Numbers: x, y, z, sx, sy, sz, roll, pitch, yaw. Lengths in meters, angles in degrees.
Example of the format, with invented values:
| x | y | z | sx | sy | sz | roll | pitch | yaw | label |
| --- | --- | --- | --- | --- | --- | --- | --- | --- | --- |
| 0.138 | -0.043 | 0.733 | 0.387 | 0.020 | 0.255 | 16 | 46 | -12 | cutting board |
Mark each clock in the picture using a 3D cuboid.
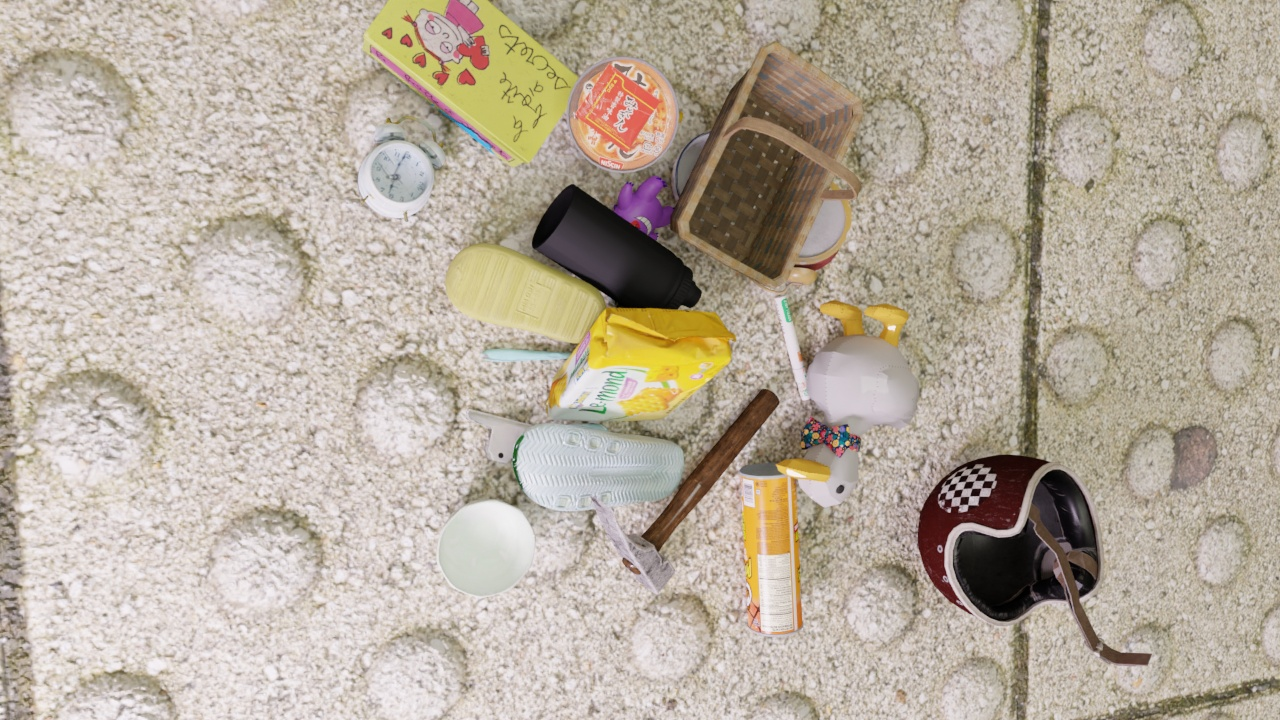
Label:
| x | y | z | sx | sy | sz | roll | pitch | yaw | label |
| --- | --- | --- | --- | --- | --- | --- | --- | --- | --- |
| 0.198 | -0.157 | 1.180 | 0.117 | 0.081 | 0.158 | 32 | 86 | 10 | clock |
| -0.269 | -0.217 | 1.031 | 0.083 | 0.057 | 0.117 | 21 | 81 | -20 | clock |

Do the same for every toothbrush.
| x | y | z | sx | sy | sz | roll | pitch | yaw | label |
| --- | --- | --- | --- | --- | --- | --- | --- | --- | --- |
| -0.107 | -0.006 | 1.129 | 0.180 | 0.016 | 0.016 | 0 | 96 | -18 | toothbrush |

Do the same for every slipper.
| x | y | z | sx | sy | sz | roll | pitch | yaw | label |
| --- | --- | --- | --- | --- | --- | --- | --- | --- | --- |
| -0.129 | -0.083 | 1.075 | 0.190 | 0.081 | 0.092 | 19 | 110 | -3 | slipper |
| -0.053 | 0.128 | 1.134 | 0.245 | 0.074 | 0.104 | 7 | 98 | -36 | slipper |

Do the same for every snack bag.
| x | y | z | sx | sy | sz | roll | pitch | yaw | label |
| --- | --- | --- | --- | --- | --- | --- | --- | --- | --- |
| -0.006 | 0.006 | 1.060 | 0.159 | 0.248 | 0.068 | 3 | 66 | -22 | snack bag |

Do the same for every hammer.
| x | y | z | sx | sy | sz | roll | pitch | yaw | label |
| --- | --- | --- | --- | --- | --- | --- | --- | --- | --- |
| 0.070 | 0.129 | 1.149 | 0.300 | 0.037 | 0.218 | -48 | 143 | -18 | hammer |

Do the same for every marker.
| x | y | z | sx | sy | sz | roll | pitch | yaw | label |
| --- | --- | --- | --- | --- | --- | --- | --- | --- | --- |
| 0.206 | -0.017 | 1.236 | 0.017 | 0.017 | 0.145 | -20 | 101 | -17 | marker |

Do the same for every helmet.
| x | y | z | sx | sy | sz | roll | pitch | yaw | label |
| --- | --- | --- | --- | --- | --- | --- | --- | --- | --- |
| 0.511 | 0.250 | 1.242 | 0.233 | 0.254 | 0.233 | 38 | 58 | -24 | helmet |

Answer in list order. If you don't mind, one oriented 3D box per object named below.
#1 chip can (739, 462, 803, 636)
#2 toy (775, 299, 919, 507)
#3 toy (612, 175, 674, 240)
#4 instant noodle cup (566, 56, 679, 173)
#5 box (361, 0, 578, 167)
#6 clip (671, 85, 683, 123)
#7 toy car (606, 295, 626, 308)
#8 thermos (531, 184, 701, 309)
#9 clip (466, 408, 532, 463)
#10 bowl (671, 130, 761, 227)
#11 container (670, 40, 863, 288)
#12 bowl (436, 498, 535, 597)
| x | y | z | sx | sy | sz | roll | pitch | yaw | label |
| --- | --- | --- | --- | --- | --- | --- | --- | --- | --- |
| 0.174 | 0.250 | 1.220 | 0.075 | 0.075 | 0.215 | -6 | 97 | -19 | chip can |
| 0.282 | 0.058 | 1.200 | 0.246 | 0.141 | 0.267 | 6 | 92 | -41 | toy |
| -0.007 | -0.178 | 1.126 | 0.088 | 0.056 | 0.106 | -47 | 142 | -12 | toy |
| -0.021 | -0.284 | 1.064 | 0.123 | 0.121 | 0.124 | 0 | 105 | -1 | instant noodle cup |
| -0.187 | -0.331 | 1.035 | 0.221 | 0.082 | 0.124 | 38 | 82 | -17 | box |
| 0.026 | -0.320 | 1.145 | 0.054 | 0.044 | 0.049 | 9 | 56 | -19 | clip |
| -0.035 | -0.104 | 1.138 | 0.038 | 0.027 | 0.090 | -36 | 108 | -18 | toy car |
| -0.021 | -0.116 | 1.079 | 0.198 | 0.086 | 0.086 | 32 | 84 | -23 | thermos |
| -0.170 | 0.097 | 1.119 | 0.101 | 0.046 | 0.056 | 17 | 85 | -19 | clip |
| 0.088 | -0.224 | 1.151 | 0.118 | 0.062 | 0.118 | -2 | 95 | -19 | bowl |
| 0.152 | -0.220 | 1.039 | 0.157 | 0.186 | 0.250 | 27 | 86 | -19 | container |
| -0.188 | 0.218 | 1.098 | 0.117 | 0.061 | 0.117 | -2 | 95 | -19 | bowl |
